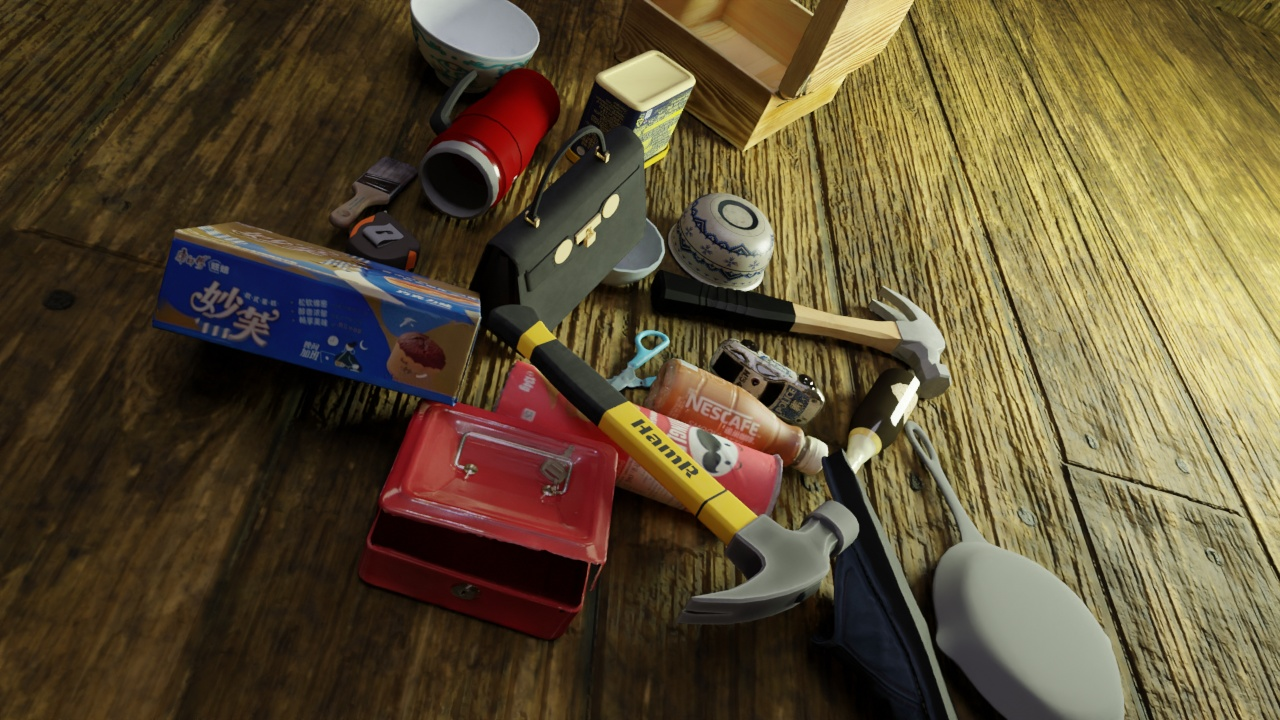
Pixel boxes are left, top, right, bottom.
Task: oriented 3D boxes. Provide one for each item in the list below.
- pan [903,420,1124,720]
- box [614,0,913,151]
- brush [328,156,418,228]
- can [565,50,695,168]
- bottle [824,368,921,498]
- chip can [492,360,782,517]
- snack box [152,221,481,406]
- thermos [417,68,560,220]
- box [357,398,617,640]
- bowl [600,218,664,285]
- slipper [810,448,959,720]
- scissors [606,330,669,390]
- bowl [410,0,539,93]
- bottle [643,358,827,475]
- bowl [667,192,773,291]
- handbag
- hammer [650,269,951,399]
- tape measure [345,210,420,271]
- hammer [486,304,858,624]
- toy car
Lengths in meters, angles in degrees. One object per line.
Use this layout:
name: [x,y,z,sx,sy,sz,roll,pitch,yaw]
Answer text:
pan: [0.321,0.188,0.817,0.216,0.024,0.354,8,44,-29]
box: [0.201,-0.476,1.170,0.286,0.337,0.278,41,43,11]
brush: [-0.251,-0.158,0.860,0.039,0.012,0.150,22,34,-3]
can: [-0.009,-0.277,1.038,0.075,0.105,0.134,38,44,10]
bottle: [0.217,0.071,0.870,0.045,0.046,0.184,37,44,9]
chip can: [-0.006,0.071,0.742,0.233,0.073,0.073,21,44,-6]
snack box: [-0.226,-0.039,0.682,0.202,0.069,0.155,16,7,-12]
thermos: [-0.156,-0.234,0.932,0.108,0.084,0.198,54,35,-25]
box: [-0.104,0.110,0.652,0.157,0.098,0.129,18,40,-6]
bowl: [-0.032,-0.113,0.922,0.106,0.039,0.106,14,45,-15]
slipper: [0.173,0.204,0.709,0.109,0.083,0.265,39,29,-65]
scissors: [-0.009,0.004,0.845,0.142,0.015,0.095,-3,52,-33]
bowl: [-0.194,-0.353,1.040,0.144,0.074,0.143,14,45,-15]
bottle: [0.087,0.056,0.812,0.167,0.059,0.059,25,43,-11]
bowl: [0.093,-0.135,0.990,0.115,0.059,0.115,14,45,-15]
handbag: [-0.063,-0.124,0.769,0.072,0.196,0.175,37,64,9]
hammer: [0.169,-0.043,0.960,0.328,0.039,0.131,10,45,-17]
tape measure: [-0.232,-0.103,0.815,0.058,0.038,0.058,43,46,15]
hammer: [-0.002,0.060,0.671,0.324,0.034,0.169,41,38,23]
toy car: [0.118,0.023,0.863,0.113,0.049,0.040,31,39,3]
